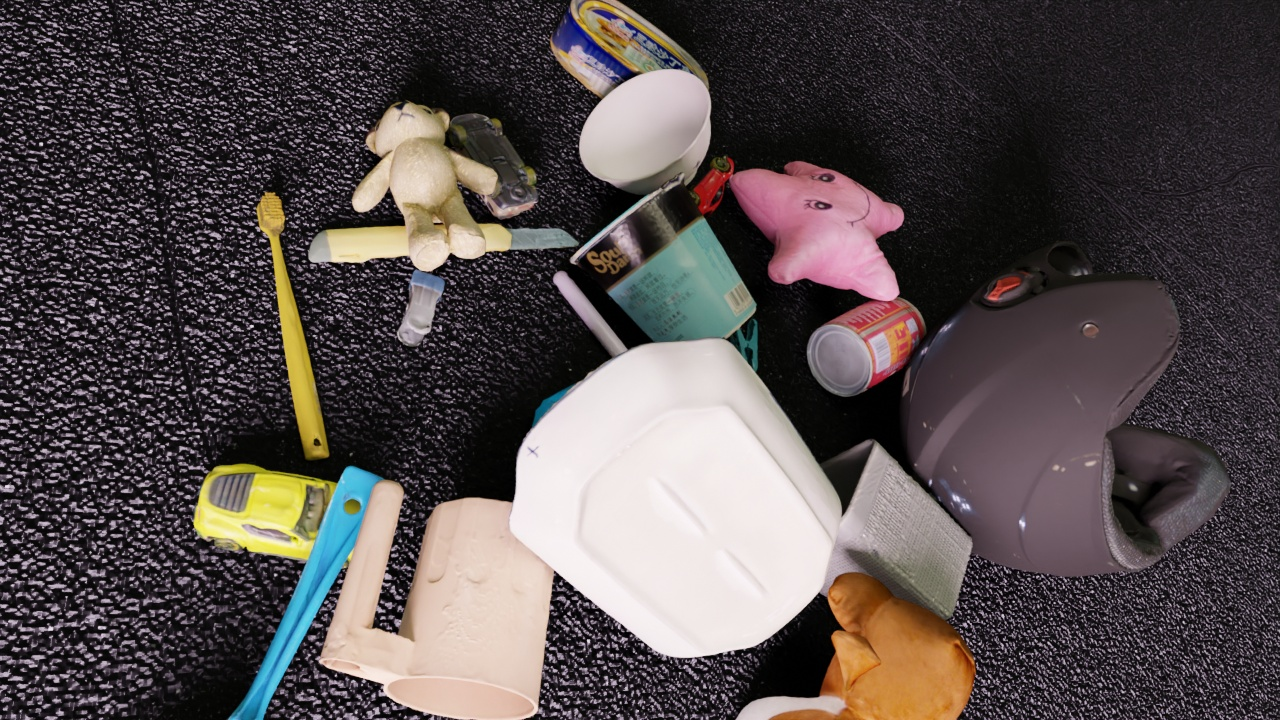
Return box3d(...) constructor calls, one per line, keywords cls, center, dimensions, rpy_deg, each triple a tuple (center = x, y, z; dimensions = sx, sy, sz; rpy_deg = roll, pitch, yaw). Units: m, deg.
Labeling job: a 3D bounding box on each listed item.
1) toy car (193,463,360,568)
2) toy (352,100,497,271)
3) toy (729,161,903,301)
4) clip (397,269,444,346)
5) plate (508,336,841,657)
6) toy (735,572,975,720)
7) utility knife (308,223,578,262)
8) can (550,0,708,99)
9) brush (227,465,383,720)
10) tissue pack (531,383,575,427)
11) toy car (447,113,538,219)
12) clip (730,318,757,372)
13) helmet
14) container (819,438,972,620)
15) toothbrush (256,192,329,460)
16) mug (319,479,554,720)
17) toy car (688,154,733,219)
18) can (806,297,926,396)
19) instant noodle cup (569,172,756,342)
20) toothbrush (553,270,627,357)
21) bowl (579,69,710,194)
box3d(cls="toy car", center=(-0.198, 0.087, 0.527), dimensions=(0.105, 0.032, 0.048), rpy_deg=(17, 55, -24))
box3d(cls="toy", center=(-0.152, -0.124, 0.648), dimensions=(0.105, 0.066, 0.157), rpy_deg=(-18, 55, -11))
box3d(cls="toy", center=(0.155, -0.123, 0.830), dimensions=(0.178, 0.075, 0.194), rpy_deg=(24, 43, 1))
box3d(cls="clip", center=(-0.152, -0.036, 0.637), dimensions=(0.025, 0.033, 0.057), rpy_deg=(21, 47, -22))
box3d(cls="plate", center=(0.037, 0.098, 0.540), dimensions=(0.266, 0.162, 0.034), rpy_deg=(52, -2, -40))
box3d(cls="toy", center=(0.122, 0.235, 0.576), dimensions=(0.199, 0.131, 0.140), rpy_deg=(-56, 136, -29))
box3d(cls="utility knife", center=(-0.138, -0.088, 0.673), dimensions=(0.206, 0.021, 0.031), rpy_deg=(-9, 66, -27))
box3d(cls="can", center=(-0.009, -0.272, 0.839), dimensions=(0.148, 0.049, 0.074), rpy_deg=(34, 50, -9))
box3d(cls="brush", center=(-0.194, 0.167, 0.464), dimensions=(0.083, 0.046, 0.254), rpy_deg=(24, 57, -8))
box3d(cls="tissue pack", center=(-0.010, 0.052, 0.592), dimensions=(0.090, 0.140, 0.063), rpy_deg=(20, 67, -25))
box3d(cls="toy car", center=(-0.117, -0.152, 0.713), dimensions=(0.042, 0.035, 0.090), rpy_deg=(-23, 76, -40))
box3d(cls="clip", center=(0.087, -0.013, 0.767), dimensions=(0.040, 0.014, 0.056), rpy_deg=(12, 58, -24))
box3d(cls="helmet", center=(0.323, 0.040, 0.739), dimensions=(0.233, 0.231, 0.274), rpy_deg=(50, 37, -37))
box3d(cls="container", center=(0.175, 0.137, 0.683), dimensions=(0.114, 0.090, 0.090), rpy_deg=(41, 51, -7))
box3d(cls="toothbrush", center=(-0.223, -0.026, 0.588), dimensions=(0.015, 0.017, 0.190), rpy_deg=(-5, 66, -32))
box3d(cls="mug", center=(-0.108, 0.134, 0.514), dimensions=(0.124, 0.084, 0.103), rpy_deg=(30, 48, -30))
box3d(cls="toy car", center=(0.052, -0.140, 0.798), dimensions=(0.031, 0.049, 0.106), rpy_deg=(40, 50, -5))
box3d(cls="can", center=(0.199, -0.014, 0.799), dimensions=(0.093, 0.067, 0.066), rpy_deg=(-25, 78, -38))
box3d(cls="instant noodle cup", center=(0.024, -0.063, 0.709), dimensions=(0.120, 0.111, 0.111), rpy_deg=(53, 50, -5))
box3d(cls="toothbrush", center=(-0.004, 0.004, 0.699), dimensions=(0.021, 0.029, 0.189), rpy_deg=(-40, 85, -2))
box3d(cls="bowl", center=(0.014, -0.181, 0.781), dimensions=(0.065, 0.118, 0.118), rpy_deg=(48, 35, -52))
